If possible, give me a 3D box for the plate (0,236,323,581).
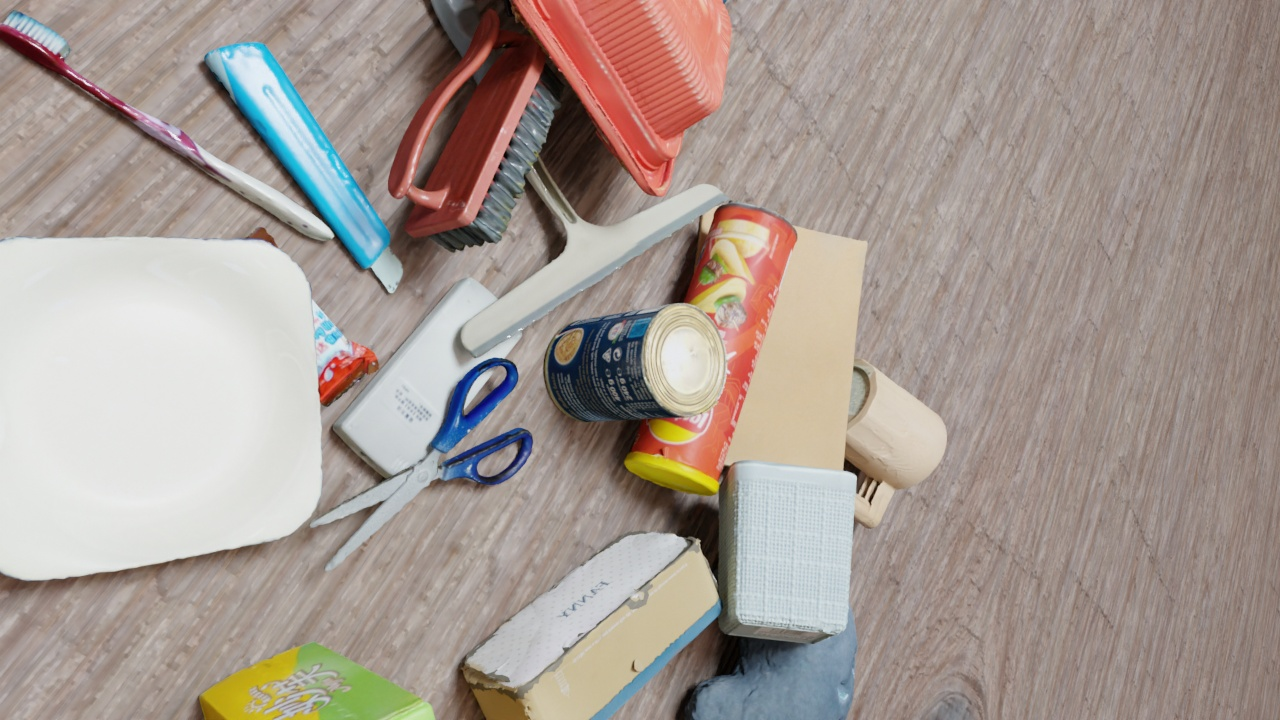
[{"bbox_3d":[-0.249,0.020,0.466,0.164,0.034,0.163,-4,92,-37],"label":"plate"}]

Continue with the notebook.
[{"bbox_3d":[0.107,-0.014,0.750,0.149,0.012,0.211,11,78,-14],"label":"notebook"}]

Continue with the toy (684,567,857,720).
[{"bbox_3d":[0.103,0.233,0.719,0.138,0.092,0.355,20,70,-8],"label":"toy"}]

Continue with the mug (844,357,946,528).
[{"bbox_3d":[0.198,0.073,0.813,0.103,0.084,0.124,34,80,-31],"label":"mug"}]

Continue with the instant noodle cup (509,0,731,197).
[{"bbox_3d":[-0.002,-0.223,0.592,0.189,0.079,0.164,49,37,-38],"label":"instant noodle cup"}]

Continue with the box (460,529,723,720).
[{"bbox_3d":[-0.033,0.183,0.602,0.183,0.090,0.059,-34,108,-34],"label":"box"}]

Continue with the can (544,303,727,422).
[{"bbox_3d":[-0.004,0.004,0.626,0.075,0.111,0.075,4,83,-39],"label":"can"}]

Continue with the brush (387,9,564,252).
[{"bbox_3d":[-0.096,-0.140,0.549,0.069,0.063,0.145,38,62,-37],"label":"brush"}]

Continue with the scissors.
[{"bbox_3d":[-0.126,0.056,0.558,0.169,0.012,0.147,9,94,-55],"label":"scissors"}]

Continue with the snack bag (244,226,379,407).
[{"bbox_3d":[-0.197,-0.022,0.524,0.045,0.026,0.105,-45,112,-18],"label":"snack bag"}]

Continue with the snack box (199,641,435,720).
[{"bbox_3d":[-0.141,0.262,0.459,0.069,0.158,0.210,-18,98,-38],"label":"snack box"}]

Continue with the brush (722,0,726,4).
[{"bbox_3d":[0.026,-0.321,0.696,0.143,0.074,0.055,33,55,-44],"label":"brush"}]

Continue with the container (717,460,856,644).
[{"bbox_3d":[0.102,0.140,0.659,0.090,0.090,0.111,6,68,-1],"label":"container"}]

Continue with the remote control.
[{"bbox_3d":[-0.131,0.010,0.580,0.056,0.019,0.134,49,58,-26],"label":"remote control"}]

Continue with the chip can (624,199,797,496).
[{"bbox_3d":[0.056,-0.010,0.691,0.073,0.073,0.216,30,73,-34],"label":"chip can"}]

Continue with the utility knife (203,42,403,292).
[{"bbox_3d":[-0.190,-0.111,0.543,0.034,0.018,0.166,-42,114,-26],"label":"utility knife"}]

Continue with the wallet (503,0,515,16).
[{"bbox_3d":[-0.070,-0.312,0.661,0.096,0.020,0.122,-20,100,-34],"label":"wallet"}]

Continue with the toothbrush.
[{"bbox_3d":[-0.248,-0.121,0.498,0.187,0.016,0.017,35,55,-32],"label":"toothbrush"}]

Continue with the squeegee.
[{"bbox_3d":[-0.085,-0.164,0.622,0.245,0.039,0.246,-36,103,-32],"label":"squeegee"}]
